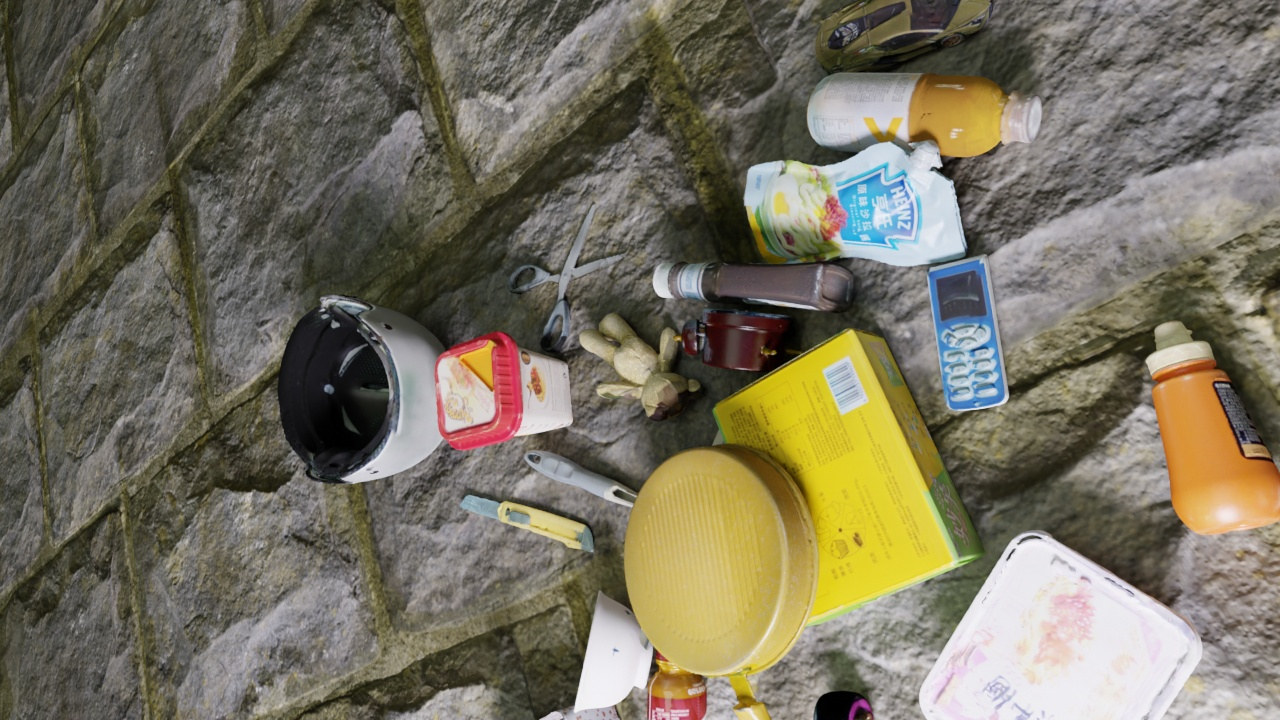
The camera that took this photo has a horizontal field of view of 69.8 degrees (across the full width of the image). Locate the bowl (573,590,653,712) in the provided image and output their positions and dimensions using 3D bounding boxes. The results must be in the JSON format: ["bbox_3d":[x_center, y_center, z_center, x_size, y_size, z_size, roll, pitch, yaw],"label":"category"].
[{"bbox_3d":[-0.023,0.294,0.909,0.065,0.118,0.118,12,92,1],"label":"bowl"}]

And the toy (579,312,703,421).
[{"bbox_3d":[-0.006,0.006,0.949,0.105,0.066,0.157,-33,51,-17],"label":"toy"}]

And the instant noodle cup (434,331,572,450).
[{"bbox_3d":[-0.146,0.037,1.008,0.117,0.124,0.116,-15,76,35],"label":"instant noodle cup"}]

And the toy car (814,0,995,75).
[{"bbox_3d":[0.230,-0.300,0.809,0.158,0.042,0.070,-15,76,33],"label":"toy car"}]

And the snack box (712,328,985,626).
[{"bbox_3d":[0.171,0.100,0.787,0.158,0.070,0.210,-33,66,31],"label":"snack box"}]

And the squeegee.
[{"bbox_3d":[-0.029,0.137,0.958,0.247,0.039,0.246,16,81,39],"label":"squeegee"}]

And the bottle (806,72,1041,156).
[{"bbox_3d":[0.235,-0.207,0.774,0.190,0.068,0.068,14,93,38],"label":"bottle"}]

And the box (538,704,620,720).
[{"bbox_3d":[-0.102,0.446,0.893,0.152,0.174,0.182,-39,63,27],"label":"box"}]

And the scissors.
[{"bbox_3d":[-0.088,-0.097,1.052,0.159,0.014,0.179,23,96,36],"label":"scissors"}]

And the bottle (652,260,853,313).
[{"bbox_3d":[0.097,-0.072,0.859,0.195,0.079,0.044,7,90,40],"label":"bottle"}]

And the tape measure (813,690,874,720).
[{"bbox_3d":[0.173,0.307,0.769,0.039,0.057,0.057,-17,72,35],"label":"tape measure"}]

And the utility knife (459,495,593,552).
[{"bbox_3d":[-0.133,0.182,1.054,0.217,0.022,0.031,7,83,43],"label":"utility knife"}]

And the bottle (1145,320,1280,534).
[{"bbox_3d":[0.388,0.042,0.634,0.067,0.066,0.149,-22,64,34],"label":"bottle"}]

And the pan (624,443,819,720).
[{"bbox_3d":[0.084,0.247,0.777,0.198,0.078,0.357,-24,65,43],"label":"pan"}]

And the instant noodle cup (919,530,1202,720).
[{"bbox_3d":[0.306,0.226,0.673,0.138,0.060,0.174,35,107,35],"label":"instant noodle cup"}]

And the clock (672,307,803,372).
[{"bbox_3d":[0.087,-0.021,0.861,0.122,0.081,0.055,7,95,36],"label":"clock"}]

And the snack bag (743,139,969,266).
[{"bbox_3d":[0.184,-0.131,0.805,0.191,0.038,0.110,1,112,41],"label":"snack bag"}]

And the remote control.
[{"bbox_3d":[0.269,-0.022,0.753,0.049,0.024,0.125,-12,78,36],"label":"remote control"}]

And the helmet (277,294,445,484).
[{"bbox_3d":[-0.320,0.038,1.126,0.275,0.156,0.230,2,87,49],"label":"helmet"}]

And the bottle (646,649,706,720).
[{"bbox_3d":[0.034,0.357,0.871,0.058,0.057,0.175,-4,82,38],"label":"bottle"}]
